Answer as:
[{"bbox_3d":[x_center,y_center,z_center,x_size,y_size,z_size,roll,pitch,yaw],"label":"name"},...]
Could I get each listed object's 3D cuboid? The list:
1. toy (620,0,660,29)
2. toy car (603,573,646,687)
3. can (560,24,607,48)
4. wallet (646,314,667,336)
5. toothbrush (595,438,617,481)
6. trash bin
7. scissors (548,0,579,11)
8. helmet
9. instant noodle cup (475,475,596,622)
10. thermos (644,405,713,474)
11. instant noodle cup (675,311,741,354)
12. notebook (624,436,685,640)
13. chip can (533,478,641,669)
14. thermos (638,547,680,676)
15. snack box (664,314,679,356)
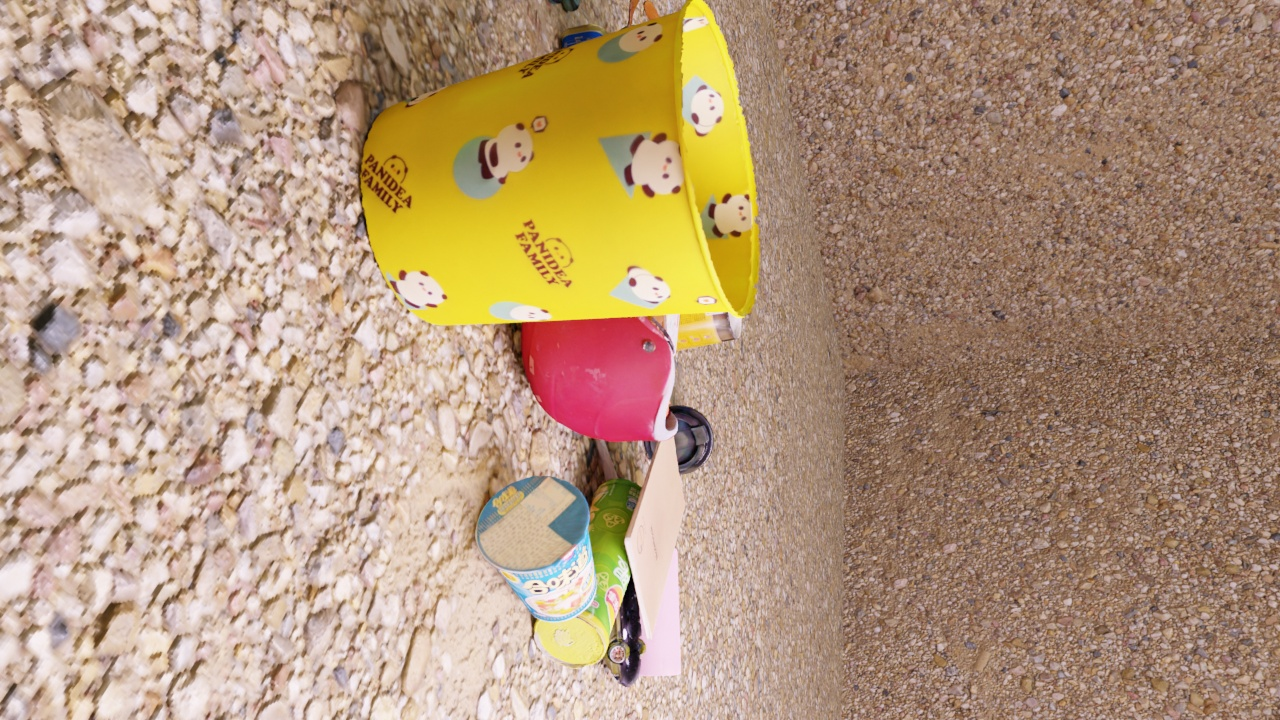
[{"bbox_3d":[0.005,-0.309,1.051,0.246,0.090,0.227,27,70,-72],"label":"toy"},{"bbox_3d":[-0.021,0.281,1.024,0.070,0.042,0.158,36,50,-66],"label":"toy car"},{"bbox_3d":[-0.056,-0.336,1.097,0.102,0.057,0.083,30,58,-67],"label":"can"},{"bbox_3d":[0.004,-0.086,1.109,0.131,0.035,0.119,81,-18,-51],"label":"wallet"},{"bbox_3d":[-0.048,0.092,1.048,0.016,0.016,0.180,-55,136,-52],"label":"toothbrush"},{"bbox_3d":[-0.055,-0.132,0.713,0.229,0.256,0.229,-6,90,-71],"label":"trash bin"},{"bbox_3d":[-0.106,-0.495,1.056,0.143,0.019,0.180,-56,138,-62],"label":"scissors"},{"bbox_3d":[-0.046,-0.034,0.894,0.207,0.144,0.239,79,2,-67],"label":"helmet"},{"bbox_3d":[-0.083,0.174,0.807,0.110,0.099,0.099,78,17,-44],"label":"instant noodle cup"},{"bbox_3d":[0.060,0.104,1.265,0.143,0.093,0.093,-10,94,-79],"label":"thermos"},{"bbox_3d":[0.081,-0.070,1.331,0.118,0.115,0.118,-6,90,-71],"label":"instant noodle cup"},{"bbox_3d":[0.020,0.178,1.011,0.207,0.008,0.148,-69,154,-54],"label":"notebook"},{"bbox_3d":[-0.041,0.208,0.941,0.220,0.073,0.073,-65,144,-58],"label":"chip can"},{"bbox_3d":[0.010,0.273,1.103,0.087,0.067,0.198,129,-40,-70],"label":"thermos"},{"bbox_3d":[0.029,-0.059,1.221,0.076,0.027,0.156,-50,150,-53],"label":"snack box"}]
